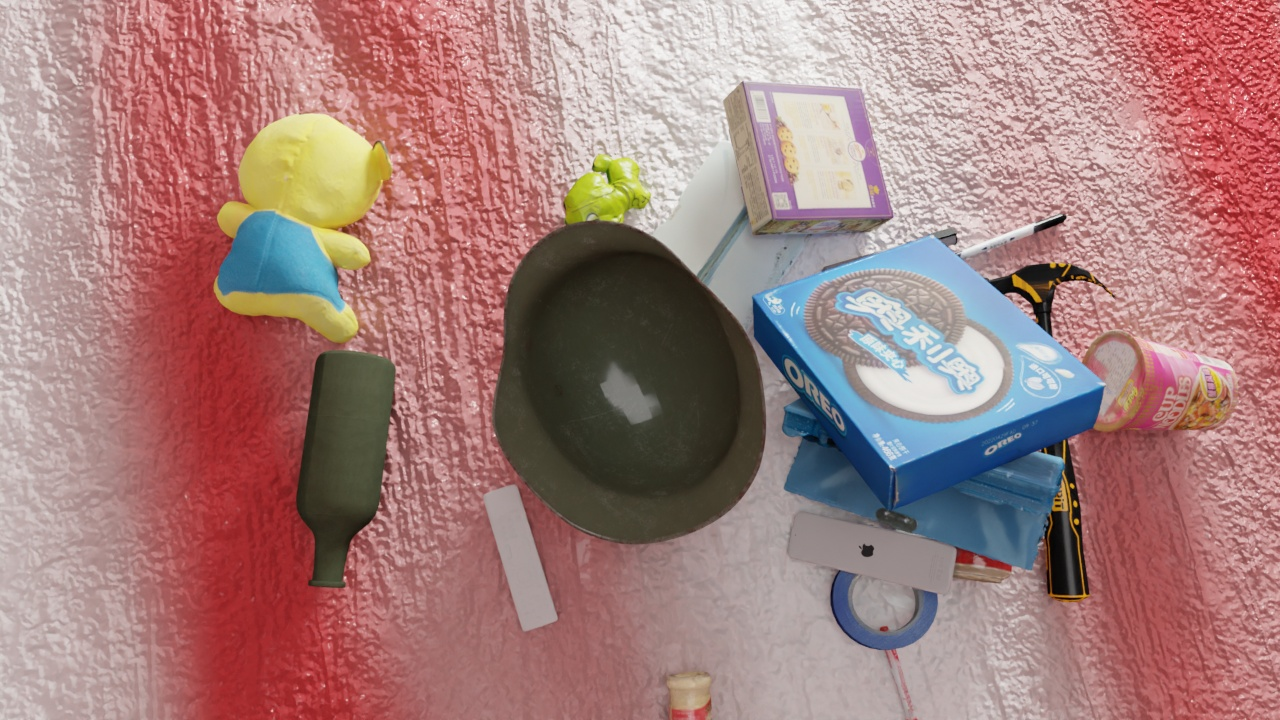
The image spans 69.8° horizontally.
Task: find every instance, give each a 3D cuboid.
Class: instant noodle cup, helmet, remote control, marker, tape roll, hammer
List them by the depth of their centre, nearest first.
[{"bbox_3d":[-0.005,0.005,0.804,0.227,0.153,0.268,-22,98,15],"label":"helmet"},{"bbox_3d":[0.242,0.313,0.833,0.013,0.013,0.142,-14,79,-6],"label":"marker"},{"bbox_3d":[0.208,0.173,0.834,0.147,0.008,0.045,9,77,23],"label":"remote control"},{"bbox_3d":[0.222,0.218,0.840,0.093,0.016,0.091,20,74,10],"label":"tape roll"},{"bbox_3d":[-0.110,0.180,0.843,0.033,0.012,0.131,-18,80,-4],"label":"remote control"},{"bbox_3d":[0.394,0.065,0.868,0.123,0.036,0.320,-6,81,27],"label":"hammer"},{"bbox_3d":[0.492,0.026,0.869,0.108,0.098,0.097,8,78,-8],"label":"instant noodle cup"},{"bbox_3d":[0.249,-0.105,0.919,0.140,0.016,0.016,-16,79,-6],"label":"marker"},{"bbox_3d":[0.364,-0.121,0.930,0.152,0.011,0.011,-21,80,-7],"label":"marker"}]

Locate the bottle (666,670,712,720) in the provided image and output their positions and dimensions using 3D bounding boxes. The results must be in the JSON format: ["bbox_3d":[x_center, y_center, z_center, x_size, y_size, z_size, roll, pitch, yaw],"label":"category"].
[{"bbox_3d":[0.045,0.331,0.804,0.044,0.044,0.109,-2,77,-3],"label":"bottle"}]

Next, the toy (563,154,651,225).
[{"bbox_3d":[-0.034,-0.159,0.908,0.093,0.036,0.094,-17,79,-13],"label":"toy"}]

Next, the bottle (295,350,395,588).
[{"bbox_3d":[-0.268,0.097,0.824,0.071,0.071,0.206,4,78,-2],"label":"bottle"}]

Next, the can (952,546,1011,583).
[{"bbox_3d":[0.312,0.117,0.849,0.067,0.067,0.170,9,77,-1],"label":"can"}]

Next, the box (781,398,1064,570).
[{"bbox_3d":[0.239,0.107,0.811,0.232,0.094,0.102,16,106,26],"label":"box"}]

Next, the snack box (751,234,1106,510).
[{"bbox_3d":[0.235,-0.001,0.790,0.195,0.056,0.238,-19,43,-11],"label":"snack box"}]

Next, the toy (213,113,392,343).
[{"bbox_3d":[-0.319,-0.137,0.865,0.149,0.084,0.213,14,80,-2],"label":"toy"}]

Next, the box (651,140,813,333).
[{"bbox_3d":[0.081,-0.112,0.903,0.136,0.049,0.197,35,79,4],"label":"box"}]

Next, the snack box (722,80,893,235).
[{"bbox_3d":[0.165,-0.197,0.897,0.147,0.041,0.143,-5,77,-26],"label":"snack box"}]
